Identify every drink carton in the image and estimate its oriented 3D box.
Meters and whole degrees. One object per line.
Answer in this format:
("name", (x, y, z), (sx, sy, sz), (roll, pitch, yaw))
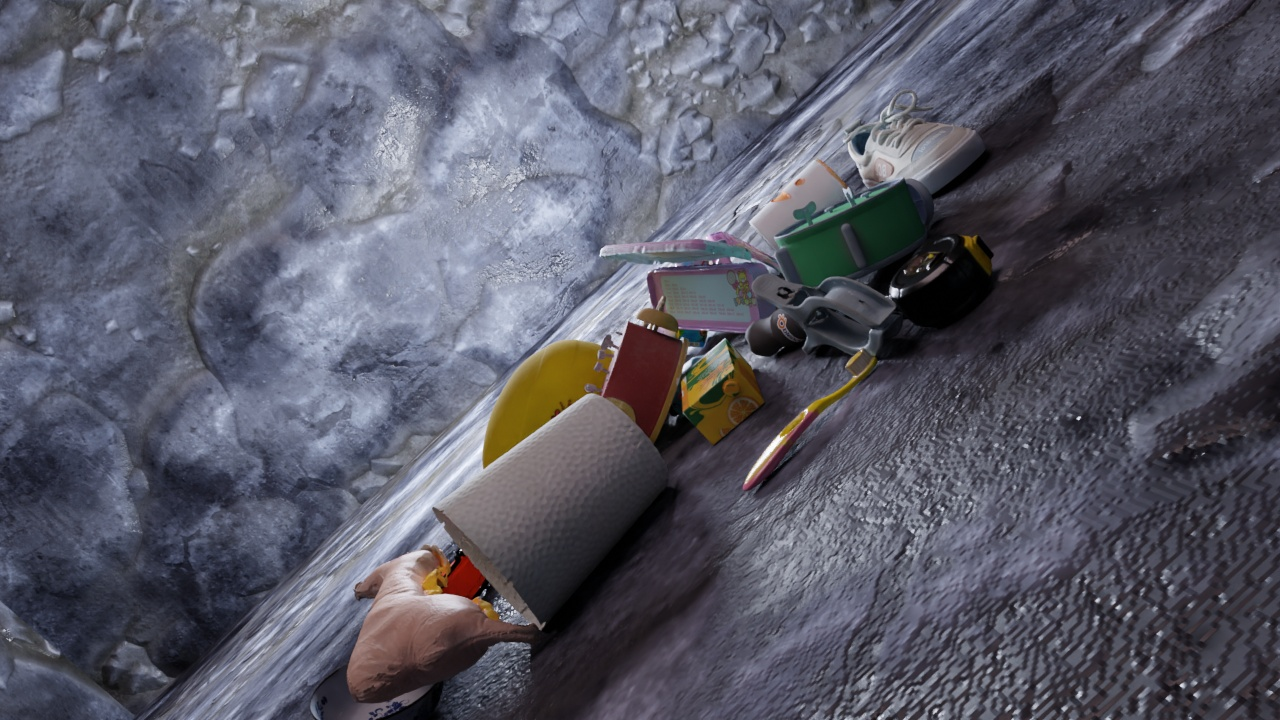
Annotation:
("drink carton", (0.072, 0.026, 0.830), (0.058, 0.041, 0.122), (-41, 9, 11))
("drink carton", (0.063, -0.081, 1.104), (0.039, 0.129, 0.044), (4, 25, 11))

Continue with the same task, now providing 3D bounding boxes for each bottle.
("bottle", (0.139, -0.034, 0.829), (0.036, 0.036, 0.110), (-50, 12, -35))

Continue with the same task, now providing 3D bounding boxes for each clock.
("clock", (0.196, -0.122, 0.826), (0.122, 0.075, 0.161), (-17, 12, 48))
("clock", (-0.005, 0.005, 0.930), (0.117, 0.081, 0.158), (117, 171, -66))

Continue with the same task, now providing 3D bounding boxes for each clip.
("clip", (0.152, -0.026, 0.710), (0.027, 0.090, 0.162), (-44, 24, -10))

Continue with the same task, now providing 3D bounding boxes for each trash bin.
("trash bin", (-0.068, 0.118, 0.765), (0.161, 0.133, 0.133), (-42, 9, -20))

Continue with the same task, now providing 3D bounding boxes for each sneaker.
("sneaker", (0.270, -0.224, 0.960), (0.089, 0.091, 0.242), (-41, 11, 4))

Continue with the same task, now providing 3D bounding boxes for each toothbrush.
("toothbrush", (0.118, 0.042, 0.651), (0.135, 0.016, 0.021), (-44, 11, -7))

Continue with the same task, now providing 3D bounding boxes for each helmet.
("helmet", (-0.105, 0.070, 1.057), (0.240, 0.139, 0.209), (-43, 10, 5))

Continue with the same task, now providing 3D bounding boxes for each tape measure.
("tape measure", (0.209, -0.057, 0.642), (0.071, 0.042, 0.072), (-42, 12, -15))

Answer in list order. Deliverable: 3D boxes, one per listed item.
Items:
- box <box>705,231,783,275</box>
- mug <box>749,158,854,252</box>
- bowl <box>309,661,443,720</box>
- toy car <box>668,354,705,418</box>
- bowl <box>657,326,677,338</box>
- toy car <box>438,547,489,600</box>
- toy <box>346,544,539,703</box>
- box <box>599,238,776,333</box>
("box", (0.134, -0.111, 1.112), (0.091, 0.085, 0.230), (-14, 13, 4))
("mug", (0.190, -0.167, 1.058), (0.105, 0.082, 0.082), (-42, 10, 9))
("bowl", (-0.217, 0.292, 0.776), (0.114, 0.045, 0.114), (-10, 13, 2))
("toy car", (0.051, 0.022, 0.968), (0.060, 0.027, 0.107), (-40, 10, 19))
("bowl", (0.018, -0.004, 1.156), (0.110, 0.040, 0.110), (-47, -2, -3))
("toy car", (-0.191, 0.235, 0.952), (0.049, 0.051, 0.100), (-31, 16, 44))
("toy", (-0.181, 0.218, 0.817), (0.196, 0.065, 0.264), (-16, 10, -2))
("box", (0.053, -0.090, 0.998), (0.062, 0.140, 0.214), (-53, 26, -16))
